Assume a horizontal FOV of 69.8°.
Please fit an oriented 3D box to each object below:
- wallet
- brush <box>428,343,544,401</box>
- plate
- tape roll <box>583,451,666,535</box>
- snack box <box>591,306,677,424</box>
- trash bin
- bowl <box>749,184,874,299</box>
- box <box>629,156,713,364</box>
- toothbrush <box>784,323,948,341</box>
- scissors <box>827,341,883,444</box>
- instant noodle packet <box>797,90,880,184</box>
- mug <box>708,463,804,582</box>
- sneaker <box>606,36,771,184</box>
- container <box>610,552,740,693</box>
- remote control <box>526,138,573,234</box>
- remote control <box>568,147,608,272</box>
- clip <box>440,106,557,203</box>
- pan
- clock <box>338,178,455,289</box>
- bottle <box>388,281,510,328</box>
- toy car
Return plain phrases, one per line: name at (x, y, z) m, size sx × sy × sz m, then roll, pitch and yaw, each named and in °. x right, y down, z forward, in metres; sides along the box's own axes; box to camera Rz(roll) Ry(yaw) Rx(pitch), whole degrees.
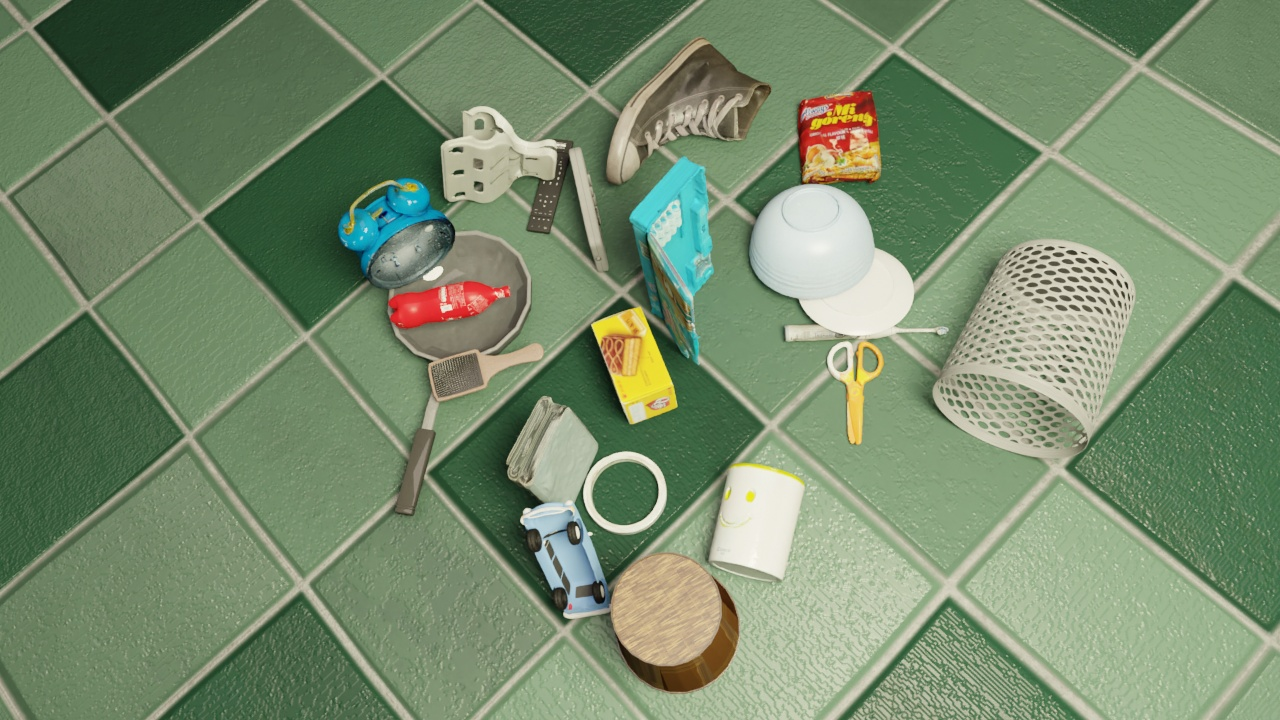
wallet at (-0.096, 0.105, 0.991) m, size 0.054 × 0.132 × 0.100 m, roll 16°, pitch 70°, yaw 16°
brush at (-0.177, 0.006, 1.057) m, size 0.135 × 0.015 × 0.049 m, roll -17°, pitch 72°, yaw -1°
plate at (0.253, -0.088, 1.079) m, size 0.134 × 0.011 × 0.134 m, roll -3°, pitch 57°, yaw 5°
tape roll at (-0.017, 0.148, 1.028) m, size 0.093 × 0.013 × 0.093 m, roll -3°, pitch 67°, yaw 6°
snack box at (-0.006, 0.006, 1.046) m, size 0.061 × 0.084 × 0.105 m, roll -21°, pitch 68°, yaw -2°
trash bin at (0.420, -0.016, 0.970) m, size 0.156 × 0.157 × 0.183 m, roll 25°, pitch 70°, yaw 15°
bowl at (0.200, -0.153, 1.076) m, size 0.151 × 0.075 × 0.150 m, roll -5°, pitch 55°, yaw 7°
box at (0.036, -0.092, 1.002) m, size 0.084 × 0.227 × 0.171 m, roll 4°, pitch 68°, yaw 9°
toothbrush at (0.261, -0.034, 1.065) m, size 0.186 × 0.024 × 0.022 m, roll 0°, pitch 111°, yaw 6°
scissors at (0.241, 0.036, 1.043) m, size 0.065 × 0.013 × 0.128 m, roll 5°, pitch 68°, yaw 9°
instant noodle packet at (0.250, -0.277, 1.156) m, size 0.099 × 0.040 × 0.135 m, roll -5°, pitch 68°, yaw 12°
mug at (0.121, 0.171, 0.966) m, size 0.082 × 0.082 × 0.106 m, roll 13°, pitch 71°, yaw 11°
sneaker at (0.057, -0.296, 1.160) m, size 0.120 × 0.095 × 0.234 m, roll 36°, pitch 69°, yaw 18°
container at (0.031, 0.253, 0.896) m, size 0.132 × 0.167 × 0.132 m, roll -2°, pitch 68°, yaw 5°
remote control at (-0.117, -0.228, 1.193) m, size 0.030 × 0.009 × 0.139 m, roll 8°, pitch 69°, yaw 10°
remote control at (-0.063, -0.190, 1.136) m, size 0.019 × 0.074 × 0.151 m, roll -13°, pitch 67°, yaw 1°
clip at (-0.181, -0.265, 1.156) m, size 0.151 × 0.127 × 0.104 m, roll -19°, pitch 73°, yaw -16°
pan at (-0.233, 0.010, 1.093) m, size 0.179 × 0.041 × 0.356 m, roll 7°, pitch 69°, yaw 9°
clock at (-0.280, -0.149, 1.053) m, size 0.116 × 0.161 × 0.060 m, roll -34°, pitch 71°, yaw -11°
bottle at (-0.223, -0.068, 1.076) m, size 0.141 × 0.042 × 0.042 m, roll -11°, pitch 67°, yaw 2°
toy car at (-0.074, 0.204, 0.952) m, size 0.056 × 0.153 × 0.054 m, roll -12°, pitch 30°, yaw 11°
